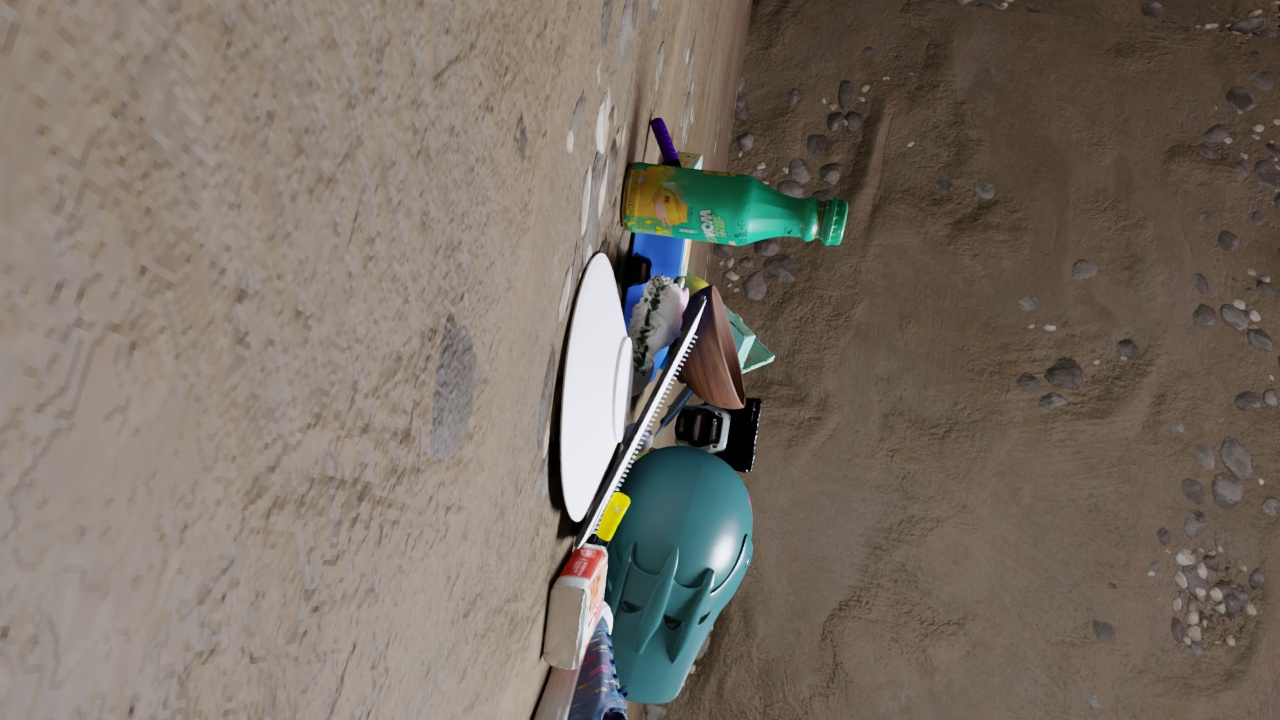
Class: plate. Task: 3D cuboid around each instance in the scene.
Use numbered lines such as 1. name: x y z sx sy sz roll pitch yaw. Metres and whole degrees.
1. plate: -0.028 0.024 0.786 0.229 0.030 0.229 6 89 -82

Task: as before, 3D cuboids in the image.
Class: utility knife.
1. utility knife: -0.038 0.181 0.914 0.028 0.020 0.173 -57 173 -37

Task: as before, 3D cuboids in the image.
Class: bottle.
1. bottle: 0.090 -0.145 0.879 0.068 0.210 0.068 10 88 -84

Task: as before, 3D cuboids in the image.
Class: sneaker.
1. sneaker: -0.047 0.316 0.870 0.235 0.079 0.087 -67 164 -67

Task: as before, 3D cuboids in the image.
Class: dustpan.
1. dustpan: 0.015 -0.090 0.992 0.257 0.059 0.245 -136 -126 -85

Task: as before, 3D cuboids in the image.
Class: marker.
1. marker: 0.038 -0.198 0.977 0.018 0.015 0.134 -6 73 -56

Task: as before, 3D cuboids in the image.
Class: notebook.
1. notebook: 0.001 0.063 0.882 0.245 0.013 0.178 -63 177 -6

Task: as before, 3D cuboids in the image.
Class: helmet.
1. helmet: 0.028 0.234 1.055 0.200 0.176 0.274 36 73 -88

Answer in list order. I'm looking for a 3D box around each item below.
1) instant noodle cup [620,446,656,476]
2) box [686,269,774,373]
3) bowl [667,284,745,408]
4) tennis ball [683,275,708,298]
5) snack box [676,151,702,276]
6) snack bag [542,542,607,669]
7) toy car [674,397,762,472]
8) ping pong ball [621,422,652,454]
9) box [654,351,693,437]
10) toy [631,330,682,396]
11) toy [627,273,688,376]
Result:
1. instant noodle cup: 0.021 0.186 1.254 0.146 0.098 0.146 10 88 -84
2. box: 0.117 -0.067 1.332 0.188 0.092 0.077 48 -46 35
3. bowl: 0.070 -0.009 1.072 0.147 0.069 0.147 -14 89 -78
4. tennis ball: 0.060 -0.073 1.144 0.065 0.065 0.065 10 88 -84
5. snack box: 0.043 -0.167 1.214 0.141 0.044 0.194 -66 166 -65
6. snack bag: -0.058 0.221 0.838 0.115 0.036 0.077 -47 144 -80
7. toy car: 0.085 0.086 1.171 0.192 0.071 0.094 177 -77 -77
8. ping pong ball: -0.004 0.099 1.161 0.040 0.040 0.040 10 88 -84
9. box: 0.031 0.024 1.257 0.115 0.094 0.243 -62 177 9
10. toy: -0.006 0.006 0.944 0.112 0.050 0.087 -60 169 -14
11. toy: 0.017 -0.042 0.878 0.108 0.041 0.096 -30 139 -64
